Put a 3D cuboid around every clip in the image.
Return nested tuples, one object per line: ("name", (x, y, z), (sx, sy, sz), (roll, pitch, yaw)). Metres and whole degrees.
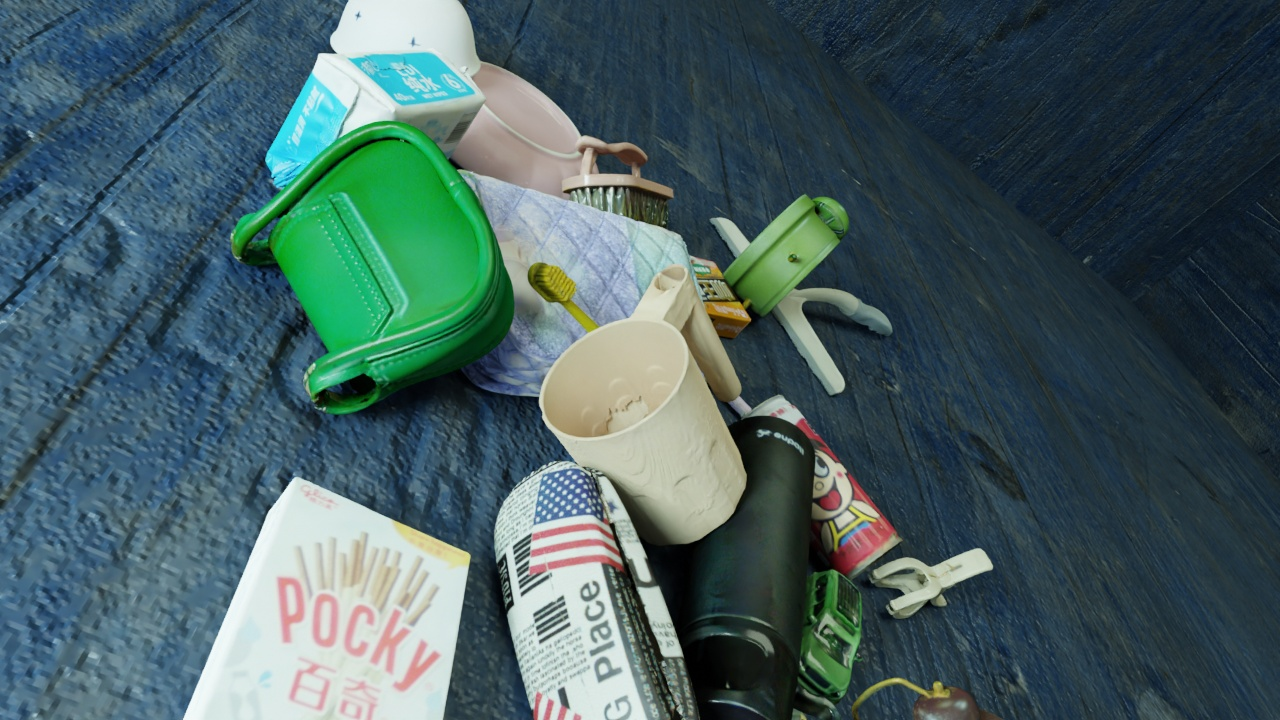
("clip", (0.210, 0.164, 0.673), (0.097, 0.060, 0.034), (4, 45, -34))

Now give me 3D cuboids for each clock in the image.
("clock", (0.165, 0.223, 0.491), (0.122, 0.082, 0.055), (46, 24, 4))
("clock", (0.139, -0.101, 0.870), (0.056, 0.116, 0.160), (46, 39, 3))

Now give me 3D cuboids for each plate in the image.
("plate", (-0.108, -0.201, 0.784), (0.192, 0.039, 0.192), (31, 30, -20))

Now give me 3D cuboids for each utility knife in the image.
("utility knife", (0.101, 0.249, 0.451), (0.031, 0.019, 0.177), (12, 44, -34))

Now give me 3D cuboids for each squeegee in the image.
("squeegee", (0.220, -0.057, 1.000), (0.246, 0.039, 0.246), (10, 42, -46))

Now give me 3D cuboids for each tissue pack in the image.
("tissue pack", (-0.166, -0.149, 0.584), (0.063, 0.090, 0.139), (44, 28, 2))

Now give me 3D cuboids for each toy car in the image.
("toy car", (0.112, 0.165, 0.556), (0.043, 0.036, 0.091), (40, 32, -6))

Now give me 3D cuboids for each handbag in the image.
("handbag", (-0.044, -0.042, 0.596), (0.193, 0.076, 0.134), (10, 61, -47))
("handbag", (-0.134, -0.047, 0.468), (0.131, 0.120, 0.068), (54, -13, 18))

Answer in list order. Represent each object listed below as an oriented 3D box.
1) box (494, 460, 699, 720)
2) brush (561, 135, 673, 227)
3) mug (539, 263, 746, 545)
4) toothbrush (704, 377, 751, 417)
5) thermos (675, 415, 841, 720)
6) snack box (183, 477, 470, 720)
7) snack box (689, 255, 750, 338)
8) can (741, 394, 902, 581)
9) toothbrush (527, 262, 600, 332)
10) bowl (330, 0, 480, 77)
("box", (-0.028, 0.116, 0.413), (0.077, 0.075, 0.163), (12, 42, -34))
("brush", (-0.021, -0.140, 0.738), (0.145, 0.063, 0.073), (-14, 102, -72))
("mug", (0.013, 0.026, 0.514), (0.124, 0.084, 0.103), (-60, 138, -31))
("toothbrush", (0.106, 0.066, 0.706), (0.189, 0.029, 0.020), (47, -12, 7))
("thermos", (0.070, 0.127, 0.520), (0.090, 0.069, 0.241), (31, 30, -6))
("snack box", (-0.115, 0.120, 0.339), (0.084, 0.027, 0.156), (30, 31, -22))
("snack box", (0.024, -0.061, 0.770), (0.153, 0.026, 0.075), (7, 44, -47))
("can", (0.122, 0.090, 0.653), (0.053, 0.053, 0.132), (-6, 54, -55))
("toothbrush", (-0.003, 0.003, 0.546), (0.190, 0.017, 0.015), (46, 62, -40))
("bowl", (-0.181, -0.273, 0.724), (0.118, 0.065, 0.118), (12, 35, -9))
